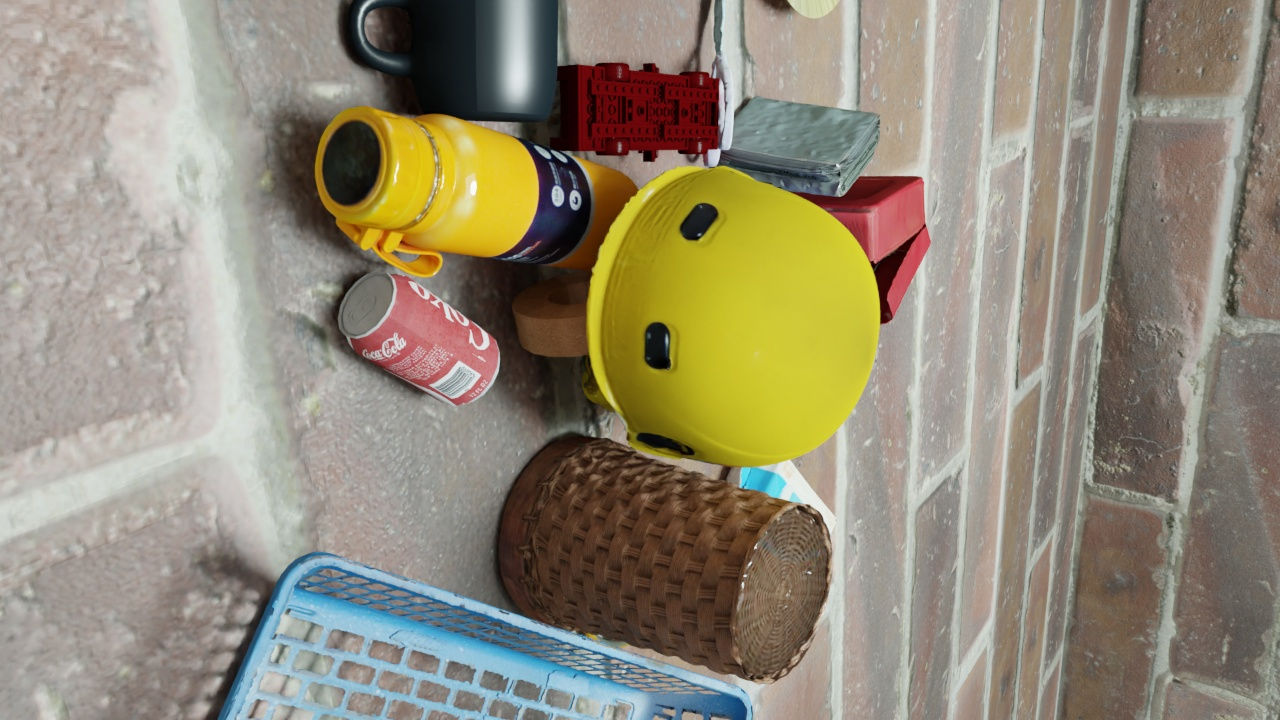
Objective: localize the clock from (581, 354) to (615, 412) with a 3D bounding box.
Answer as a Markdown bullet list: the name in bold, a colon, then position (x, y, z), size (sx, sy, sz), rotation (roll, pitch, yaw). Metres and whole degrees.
- **clock**: position (-0.004, 0.004, 0.735), size (0.118, 0.057, 0.083), rotation (33, 72, -52)

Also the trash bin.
- **trash bin**: position (0.021, 0.143, 0.665), size (0.151, 0.210, 0.151), rotation (-10, 104, -48)

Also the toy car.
- **toy car**: position (-0.008, -0.183, 0.678), size (0.169, 0.062, 0.070), rotation (-17, 112, -51)

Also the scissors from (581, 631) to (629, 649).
- **scissors**: position (0.014, 0.244, 0.854), size (0.229, 0.016, 0.113), rotation (49, 59, -46)

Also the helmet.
- **helmet**: position (0.081, -0.021, 0.618), size (0.239, 0.140, 0.209), rotation (23, 85, -62)

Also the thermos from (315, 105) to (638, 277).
- **thermos**: position (-0.088, -0.092, 0.563), size (0.232, 0.076, 0.091), rotation (-1, 99, -60)

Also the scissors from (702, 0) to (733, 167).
- **scissors**: position (0.068, -0.254, 0.759), size (0.101, 0.016, 0.178), rotation (-152, -114, -82)

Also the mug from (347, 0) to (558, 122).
- **mug**: position (-0.108, -0.190, 0.536), size (0.121, 0.085, 0.094), rotation (-4, 103, -24)

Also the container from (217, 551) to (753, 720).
- **container**: position (-0.108, 0.283, 0.560), size (0.362, 0.089, 0.256), rotation (30, 70, -34)

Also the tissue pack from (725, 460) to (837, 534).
- **tissue pack**: position (0.140, 0.176, 0.971), size (0.209, 0.066, 0.116), rotation (47, 61, -46)

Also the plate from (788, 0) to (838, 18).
- **plate**: position (0.144, -0.413, 0.847), size (0.183, 0.036, 0.184), rotation (-17, 112, -50)

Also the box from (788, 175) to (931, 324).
- **box**: position (0.177, -0.125, 0.867), size (0.136, 0.158, 0.126), rotation (-53, 132, -34)

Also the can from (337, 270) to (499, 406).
- **can**: position (-0.133, -0.013, 0.560), size (0.096, 0.054, 0.054), rotation (40, 67, -50)

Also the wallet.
- **wallet**: position (0.139, -0.190, 0.818), size (0.100, 0.132, 0.054), rotation (-51, 139, -31)

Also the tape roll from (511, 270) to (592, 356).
- **tape roll**: position (-0.041, -0.035, 0.644), size (0.093, 0.094, 0.027), rotation (-35, 125, -44)
